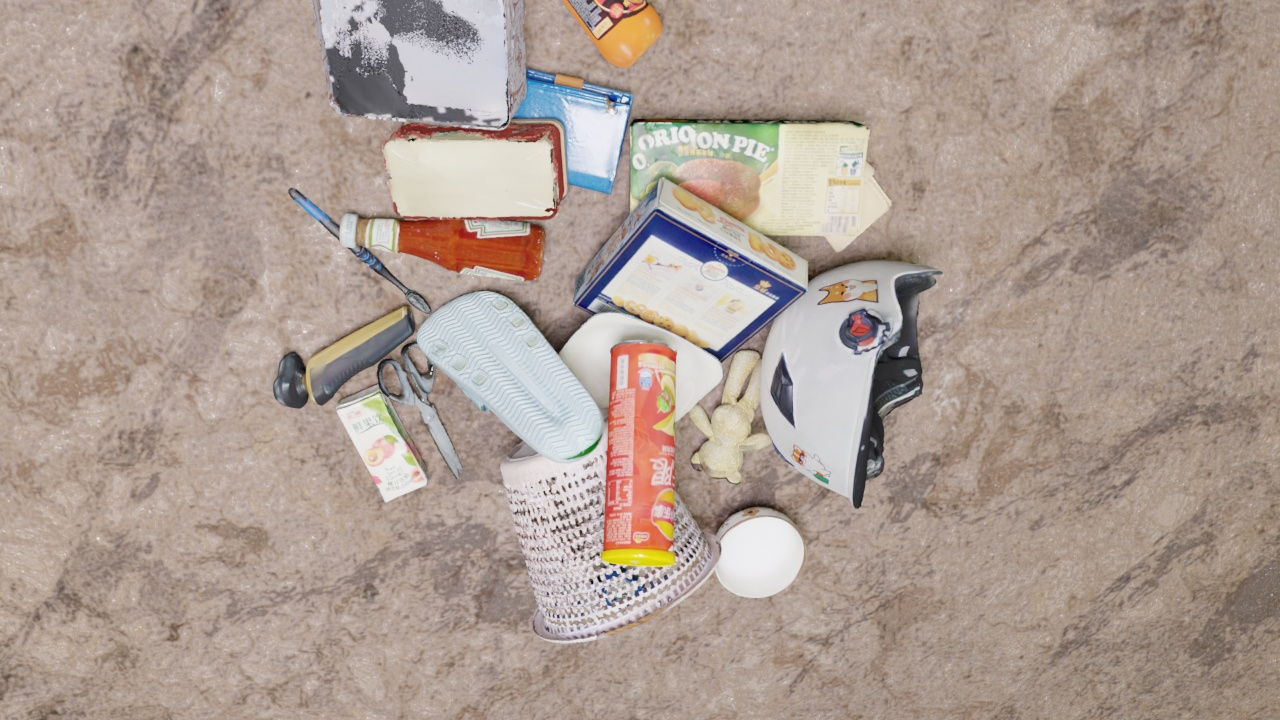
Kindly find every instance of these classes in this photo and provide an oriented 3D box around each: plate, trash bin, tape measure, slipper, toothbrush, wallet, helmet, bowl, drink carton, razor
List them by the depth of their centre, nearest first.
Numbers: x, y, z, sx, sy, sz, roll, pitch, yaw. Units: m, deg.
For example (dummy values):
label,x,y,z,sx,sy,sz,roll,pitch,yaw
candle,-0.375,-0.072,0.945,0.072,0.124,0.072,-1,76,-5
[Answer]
label,x,y,z,sx,sy,sz,roll,pitch,yaw
wallet,-0.082,-0.235,0.934,0.133,0.040,0.106,12,109,-3
slipper,-0.129,0.018,0.953,0.104,0.074,0.245,-43,66,-14
toothbrush,-0.293,-0.113,0.963,0.014,0.016,0.189,-46,108,1
helmet,0.205,0.008,0.967,0.157,0.273,0.230,18,145,24
razor,-0.316,-0.007,0.983,0.167,0.062,0.067,-32,79,-1
wallet,0.215,-0.187,1.000,0.087,0.024,0.115,-42,108,6
plate,-0.006,0.006,1.004,0.164,0.034,0.164,26,137,-17
trash bin,-0.050,0.166,1.005,0.227,0.227,0.192,-23,98,1
drink carton,-0.286,0.090,1.020,0.053,0.045,0.122,-24,112,-5
bowl,0.139,0.225,1.117,0.113,0.062,0.113,-2,110,-6
tape measure,-0.030,0.280,1.133,0.058,0.025,0.054,36,103,-20

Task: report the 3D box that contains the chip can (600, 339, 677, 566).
label,x,y,z,sx,sy,sz,roll,pitch,yaw
chip can,-0.001,0.091,0.902,0.073,0.073,0.216,4,72,-9

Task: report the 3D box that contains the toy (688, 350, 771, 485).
label,x,y,z,sx,sy,sz,roll,pitch,yaw
toy,0.110,0.064,1.061,0.105,0.066,0.157,23,103,19

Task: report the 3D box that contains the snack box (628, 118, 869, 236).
label,x,y,z,sx,sy,sz,roll,pitch,yaw
snack box,0.107,-0.190,0.949,0.240,0.063,0.114,0,109,0

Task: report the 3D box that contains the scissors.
label,x,y,z,sx,sy,sz,roll,pitch,yaw
scissors,-0.229,0.056,1.028,0.174,0.014,0.135,31,78,-42

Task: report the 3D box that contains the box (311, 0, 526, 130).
label,x,y,z,sx,sy,sz,roll,pitch,yaw
box,-0.193,-0.351,0.828,0.179,0.126,0.274,6,104,3

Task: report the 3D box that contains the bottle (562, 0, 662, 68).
label,x,y,z,sx,sy,sz,roll,pitch,yaw
bottle,-0.047,-0.355,0.888,0.067,0.066,0.149,-44,102,8

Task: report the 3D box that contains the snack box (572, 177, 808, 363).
label,x,y,z,sx,sy,sz,roll,pitch,yaw
snack box,0.049,-0.080,0.952,0.178,0.045,0.183,26,139,-18

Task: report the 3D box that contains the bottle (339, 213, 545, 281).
label,x,y,z,sx,sy,sz,roll,pitch,yaw
bottle,-0.203,-0.122,0.949,0.206,0.059,0.060,6,109,-9

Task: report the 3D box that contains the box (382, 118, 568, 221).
label,x,y,z,sx,sy,sz,roll,pitch,yaw
box,-0.161,-0.186,0.897,0.168,0.079,0.091,1,121,5
